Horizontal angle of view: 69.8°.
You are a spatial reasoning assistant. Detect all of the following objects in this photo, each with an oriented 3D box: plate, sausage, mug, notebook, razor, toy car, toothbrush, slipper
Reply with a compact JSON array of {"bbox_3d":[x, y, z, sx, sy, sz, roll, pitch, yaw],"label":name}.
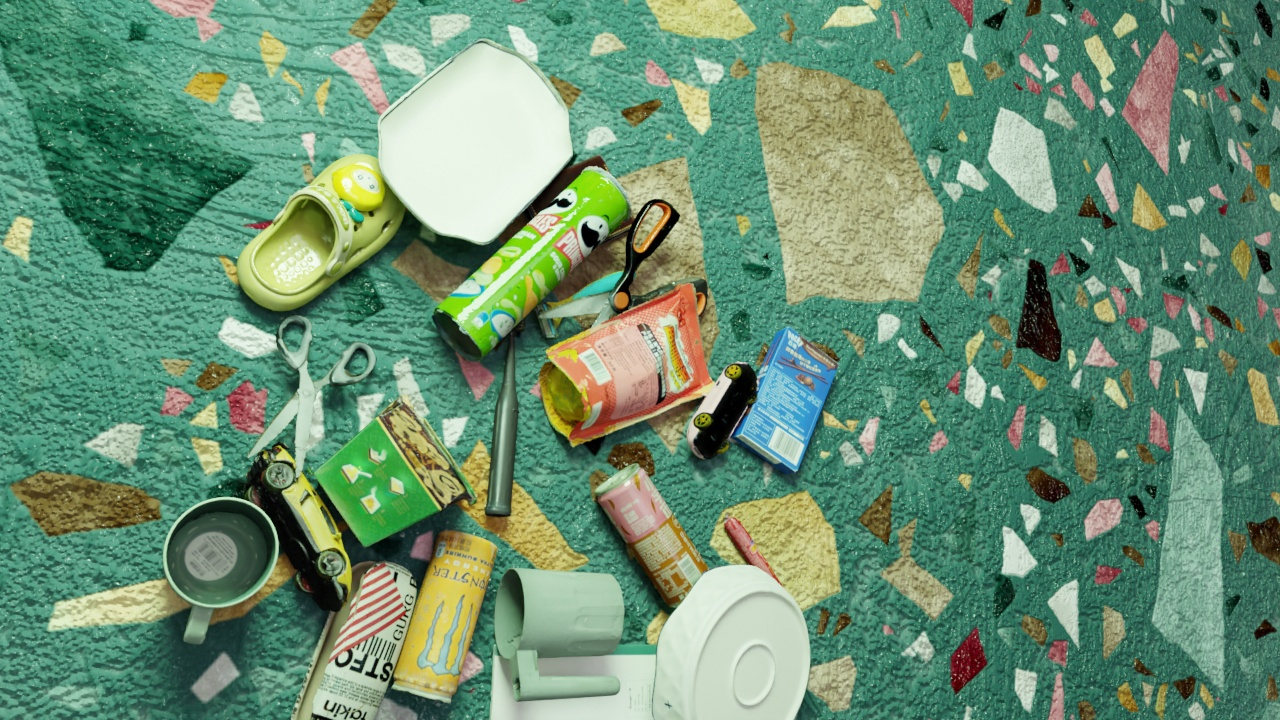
[{"bbox_3d":[0.101,0.314,0.933,0.204,0.046,0.205,-2,93,-39],"label":"plate"},{"bbox_3d":[0.137,0.235,1.023,0.020,0.020,0.156,-34,93,-30],"label":"sausage"},{"bbox_3d":[-0.346,0.172,0.744,0.082,0.107,0.111,18,68,-23],"label":"mug"},{"bbox_3d":[-0.047,0.356,0.900,0.209,0.012,0.150,8,72,-25],"label":"notebook"},{"bbox_3d":[-0.058,-0.070,1.001,0.132,0.028,0.043,-32,115,-30],"label":"razor"},{"bbox_3d":[-0.074,0.257,0.864,0.103,0.084,0.123,8,48,-27],"label":"mug"},{"bbox_3d":[-0.171,-0.225,0.955,0.162,0.034,0.264,49,49,-19],"label":"plate"},{"bbox_3d":[0.091,0.055,1.032,0.122,0.037,0.056,-55,133,-23],"label":"toy car"},{"bbox_3d":[-0.135,0.051,0.931,0.026,0.027,0.212,32,57,-58],"label":"toothbrush"},{"bbox_3d":[-0.295,-0.126,0.869,0.091,0.082,0.190,45,64,-12],"label":"slipper"},{"bbox_3d":[-0.293,0.146,0.795,0.041,0.071,0.156,-27,83,-44],"label":"toy car"}]

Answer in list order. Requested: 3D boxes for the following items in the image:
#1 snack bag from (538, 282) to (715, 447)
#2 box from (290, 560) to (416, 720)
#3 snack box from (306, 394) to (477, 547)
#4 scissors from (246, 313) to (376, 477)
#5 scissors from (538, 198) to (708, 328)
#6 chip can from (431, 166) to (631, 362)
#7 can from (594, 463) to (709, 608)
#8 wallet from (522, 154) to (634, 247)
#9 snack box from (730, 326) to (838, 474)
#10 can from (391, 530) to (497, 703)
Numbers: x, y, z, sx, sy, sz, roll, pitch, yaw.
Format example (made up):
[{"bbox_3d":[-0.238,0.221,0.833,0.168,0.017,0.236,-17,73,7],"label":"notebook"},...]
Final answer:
[{"bbox_3d":[-0.006,0.006,0.987,0.207,0.073,0.128,-25,105,-35],"label":"snack bag"},{"bbox_3d":[-0.253,0.259,0.810,0.074,0.079,0.163,34,59,-40],"label":"box"},{"bbox_3d":[-0.226,0.109,0.829,0.105,0.118,0.117,-35,93,-18],"label":"snack box"},{"bbox_3d":[-0.298,0.025,0.827,0.171,0.014,0.159,-17,65,-48],"label":"scissors"},{"bbox_3d":[-0.012,-0.083,1.012,0.220,0.022,0.223,8,93,-37],"label":"scissors"},{"bbox_3d":[-0.109,-0.101,0.945,0.072,0.072,0.235,46,68,-9],"label":"chip can"},{"bbox_3d":[0.015,0.182,0.952,0.057,0.058,0.147,-35,93,-30],"label":"can"},{"bbox_3d":[-0.071,-0.170,1.029,0.122,0.020,0.096,-30,95,-31],"label":"wallet"},{"bbox_3d":[0.173,0.047,1.088,0.084,0.026,0.156,34,64,-15],"label":"snack box"},{"bbox_3d":[-0.178,0.233,0.841,0.058,0.058,0.145,22,67,-20],"label":"can"}]
